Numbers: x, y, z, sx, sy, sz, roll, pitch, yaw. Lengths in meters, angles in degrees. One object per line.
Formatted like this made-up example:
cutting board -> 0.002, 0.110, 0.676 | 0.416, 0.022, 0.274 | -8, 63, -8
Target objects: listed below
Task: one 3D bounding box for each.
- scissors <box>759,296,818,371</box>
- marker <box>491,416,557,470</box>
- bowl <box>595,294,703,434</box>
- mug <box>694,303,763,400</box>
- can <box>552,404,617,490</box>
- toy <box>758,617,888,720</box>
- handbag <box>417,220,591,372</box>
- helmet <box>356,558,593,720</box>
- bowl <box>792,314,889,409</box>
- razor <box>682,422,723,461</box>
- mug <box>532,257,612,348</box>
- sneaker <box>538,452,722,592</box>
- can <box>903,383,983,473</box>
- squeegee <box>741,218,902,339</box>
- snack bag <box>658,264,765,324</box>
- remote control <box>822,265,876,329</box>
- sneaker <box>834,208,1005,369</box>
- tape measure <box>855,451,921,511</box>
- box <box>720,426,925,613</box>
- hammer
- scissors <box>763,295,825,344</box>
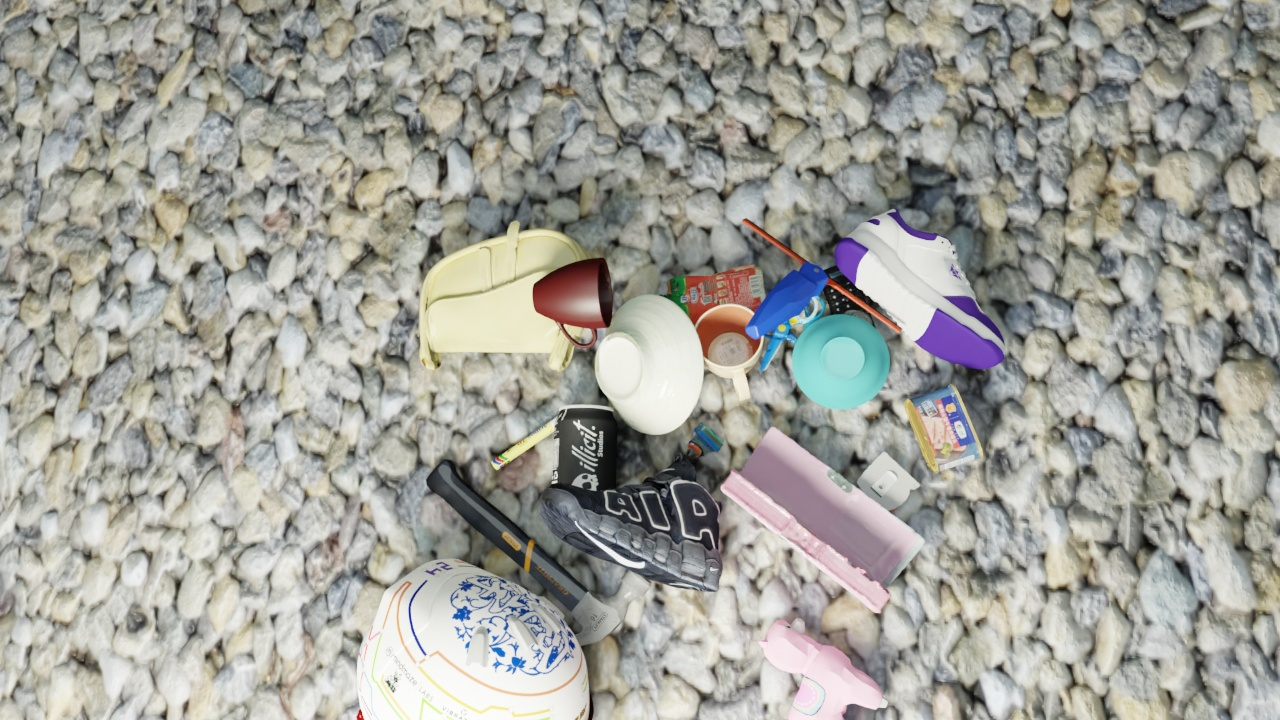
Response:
scissors -> 0.183, -0.042, 1.181 | 0.061, 0.023, 0.126 | 27, 86, 8
marker -> -0.137, 0.101, 1.203 | 0.132, 0.014, 0.014 | -34, 76, -1
bowl -> -0.007, 0.007, 1.134 | 0.177, 0.057, 0.176 | 4, 96, 44
mug -> 0.116, -0.004, 1.148 | 0.085, 0.104, 0.111 | -16, 77, 3
can -> -0.070, 0.133, 1.152 | 0.080, 0.080, 0.146 | 0, 78, 7
toy -> 0.204, 0.382, 1.072 | 0.157, 0.067, 0.123 | 25, 83, 16
handbag -> -0.180, -0.080, 1.213 | 0.233, 0.088, 0.190 | 0, 80, 7
helmet -> -0.171, 0.370, 1.024 | 0.314, 0.230, 0.236 | 36, 112, 21
bowl -> 0.251, 0.000, 1.147 | 0.121, 0.046, 0.121 | -1, 85, 10
razor -> 0.042, 0.141, 1.169 | 0.141, 0.018, 0.044 | -45, 100, -1
mug -> -0.084, -0.068, 1.138 | 0.088, 0.087, 0.114 | -3, 112, 10
sneaker -> 0.007, 0.169, 1.091 | 0.252, 0.097, 0.150 | 30, 63, -25
can -> 0.370, 0.084, 1.123 | 0.059, 0.054, 0.099 | -20, 75, 3
squeegee -> 0.184, -0.079, 1.117 | 0.249, 0.055, 0.184 | 38, 49, 15
snack bag -> 0.085, -0.085, 1.200 | 0.155, 0.044, 0.087 | -7, 52, 5
remote control -> 0.273, -0.056, 1.184 | 0.045, 0.021, 0.140 | -20, 80, 5
sneaker -> 0.368, -0.097, 1.154 | 0.244, 0.092, 0.111 | 42, 69, 6
tape measure -> 0.303, 0.153, 1.133 | 0.062, 0.020, 0.060 | -44, 76, -4
box -> 0.219, 0.183, 1.100 | 0.232, 0.099, 0.112 | 37, 89, 15
hammer -> -0.147, 0.234, 1.166 | 0.312, 0.035, 0.139 | 39, 86, 14
scissors -> 0.202, -0.023, 1.191 | 0.115, 0.014, 0.130 | -3, 81, 3
